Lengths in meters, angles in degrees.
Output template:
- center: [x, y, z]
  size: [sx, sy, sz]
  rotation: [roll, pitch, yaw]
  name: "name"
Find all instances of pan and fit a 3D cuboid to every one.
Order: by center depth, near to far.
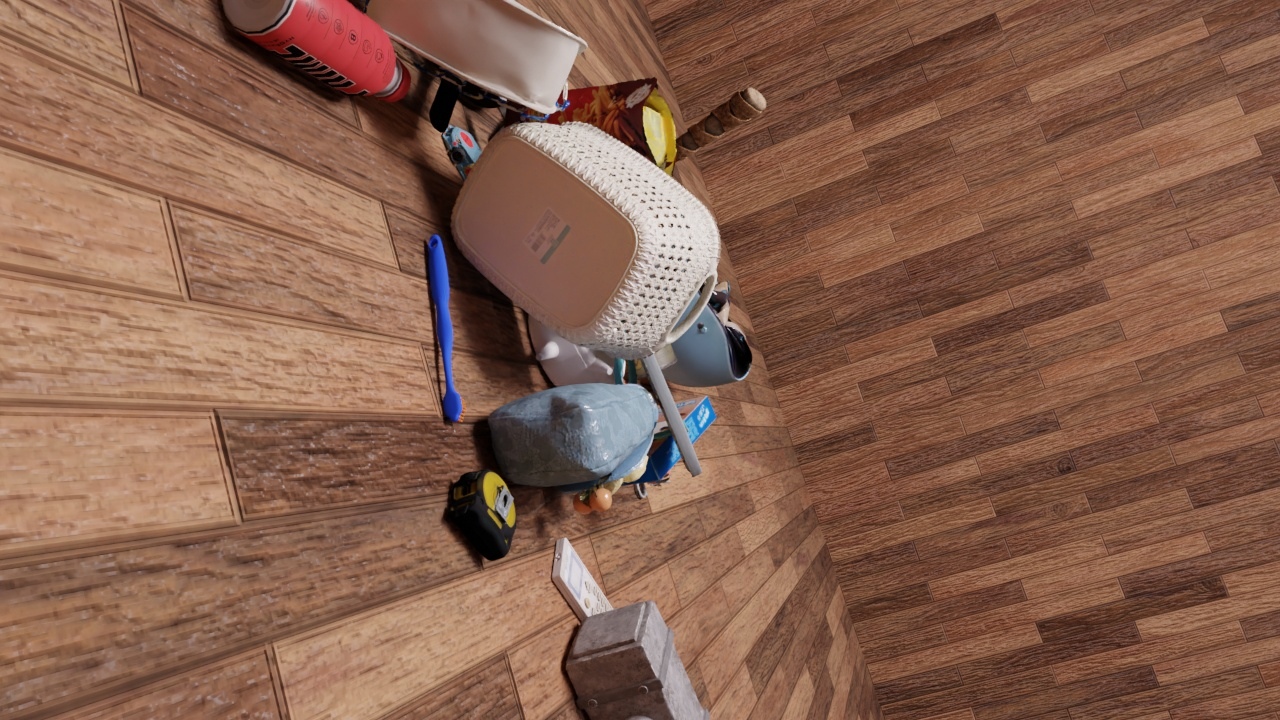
- center: [-0.201, -0.333, 0.985]
  size: [0.354, 0.044, 0.204]
  rotation: [-89, 154, -47]
  name: "pan"

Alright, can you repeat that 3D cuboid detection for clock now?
- center: [-0.063, -0.027, 1.021]
  size: [0.125, 0.073, 0.160]
  rotation: [54, 22, -35]
  name: "clock"

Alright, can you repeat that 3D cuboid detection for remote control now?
- center: [-0.047, 0.232, 0.875]
  size: [0.050, 0.011, 0.136]
  rotation: [-88, 155, -56]
  name: "remote control"

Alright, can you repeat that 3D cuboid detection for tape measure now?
- center: [-0.119, 0.115, 0.711]
  size: [0.061, 0.034, 0.062]
  rotation: [-95, 161, -52]
  name: "tape measure"

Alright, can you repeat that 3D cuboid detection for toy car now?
- center: [-0.168, -0.201, 0.969]
  size: [0.060, 0.027, 0.108]
  rotation: [-86, 153, -58]
  name: "toy car"

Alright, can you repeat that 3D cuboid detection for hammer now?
- center: [-0.012, 0.346, 0.713]
  size: [0.325, 0.080, 0.177]
  rotation: [-63, 132, -71]
  name: "hammer"
- center: [0.013, -0.238, 1.126]
  size: [0.121, 0.320, 0.049]
  rotation: [13, 56, -51]
  name: "hammer"

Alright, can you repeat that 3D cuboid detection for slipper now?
- center: [-0.006, 0.006, 0.979]
  size: [0.098, 0.055, 0.268]
  rotation: [55, 13, -77]
  name: "slipper"

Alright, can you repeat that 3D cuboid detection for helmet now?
- center: [0.060, -0.081, 1.387]
  size: [0.225, 0.167, 0.265]
  rotation: [39, 35, -68]
  name: "helmet"

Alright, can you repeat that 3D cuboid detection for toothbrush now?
- center: [-0.164, -0.030, 0.774]
  size: [0.018, 0.016, 0.182]
  rotation: [55, 20, -61]
  name: "toothbrush"

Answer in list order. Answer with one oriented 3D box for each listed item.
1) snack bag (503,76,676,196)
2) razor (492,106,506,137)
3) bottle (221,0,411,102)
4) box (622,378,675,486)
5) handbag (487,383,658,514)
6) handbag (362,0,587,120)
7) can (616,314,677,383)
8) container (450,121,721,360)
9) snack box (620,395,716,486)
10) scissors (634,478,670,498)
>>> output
- center: [-0.063, -0.224, 0.977]
  size: [0.066, 0.208, 0.139]
  rotation: [-20, 107, -55]
  name: "snack bag"
- center: [-0.156, -0.283, 1.115]
  size: [0.088, 0.047, 0.116]
  rotation: [63, 23, -26]
  name: "razor"
- center: [-0.234, -0.243, 0.701]
  size: [0.176, 0.062, 0.062]
  rotation: [14, 57, -74]
  name: "bottle"
- center: [-0.012, 0.074, 1.136]
  size: [0.187, 0.059, 0.056]
  rotation: [61, -7, -25]
  name: "box"
- center: [-0.054, 0.080, 0.843]
  size: [0.191, 0.122, 0.118]
  rotation: [-15, 96, -76]
  name: "handbag"
- center: [-0.149, -0.293, 0.836]
  size: [0.200, 0.093, 0.199]
  rotation: [26, 16, -8]
  name: "handbag"
- center: [-0.005, -0.017, 1.214]
  size: [0.089, 0.090, 0.074]
  rotation: [-44, 114, -75]
  name: "can"
- center: [-0.059, -0.118, 0.877]
  size: [0.246, 0.185, 0.142]
  rotation: [38, 18, 18]
  name: "container"
- center: [0.016, 0.092, 1.052]
  size: [0.150, 0.087, 0.034]
  rotation: [-41, 113, -51]
  name: "snack box"
- center: [0.002, 0.124, 1.207]
  size: [0.175, 0.014, 0.141]
  rotation: [50, 28, -49]
  name: "scissors"
